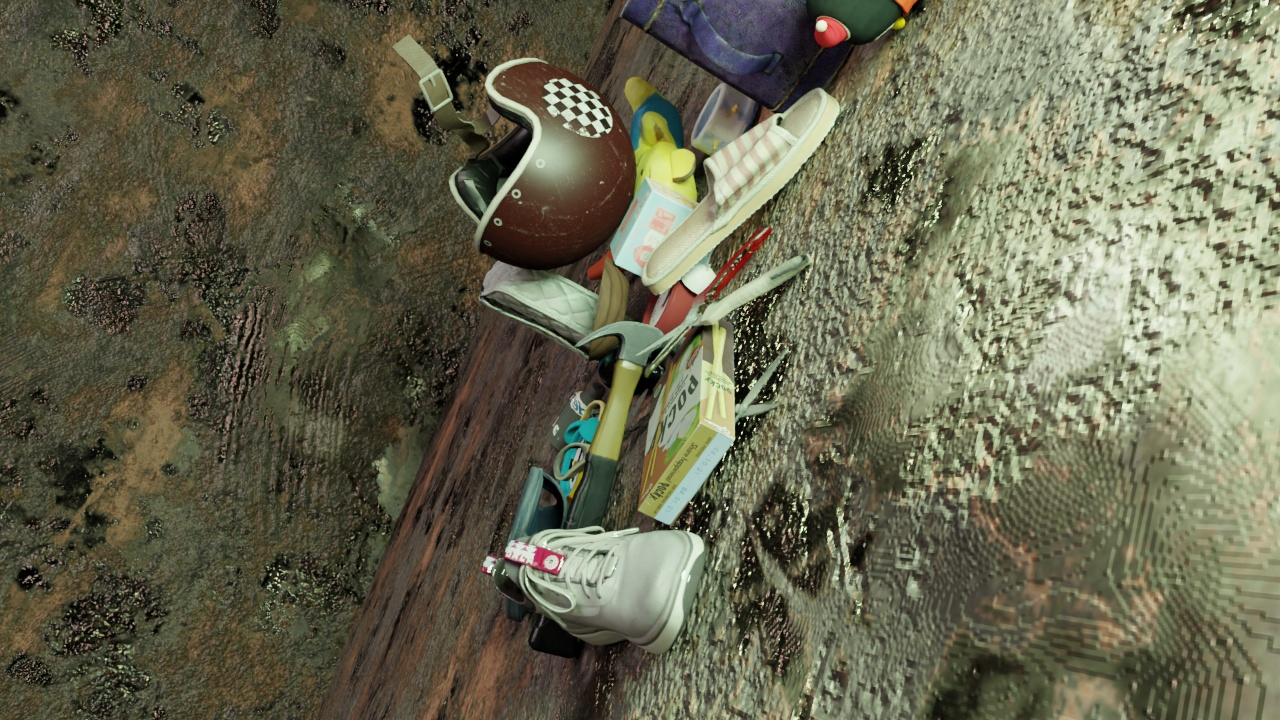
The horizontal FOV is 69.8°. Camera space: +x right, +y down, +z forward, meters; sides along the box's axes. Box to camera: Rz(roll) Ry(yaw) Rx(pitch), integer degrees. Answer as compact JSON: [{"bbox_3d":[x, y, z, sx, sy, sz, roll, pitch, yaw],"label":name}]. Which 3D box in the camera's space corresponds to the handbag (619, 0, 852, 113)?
[{"bbox_3d":[0.102,-0.355,0.922,0.126,0.205,0.221,-50,16,44],"label":"handbag"}]

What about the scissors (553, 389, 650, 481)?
[{"bbox_3d":[-0.043,0.098,1.007,0.154,0.012,0.163,10,88,43],"label":"scissors"}]

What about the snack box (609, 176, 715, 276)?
[{"bbox_3d":[0.029,-0.140,1.035,0.093,0.094,0.079,-62,15,18],"label":"snack box"}]

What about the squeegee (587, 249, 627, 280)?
[{"bbox_3d":[-0.007,-0.162,1.253,0.185,0.055,0.249,-34,41,35],"label":"squeegee"}]

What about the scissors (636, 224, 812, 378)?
[{"bbox_3d":[0.078,-0.059,0.817,0.199,0.015,0.180,-52,22,-24],"label":"scissors"}]

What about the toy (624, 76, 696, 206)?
[{"bbox_3d":[0.022,-0.235,1.142,0.149,0.084,0.213,101,163,-46],"label":"toy"}]

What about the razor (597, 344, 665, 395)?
[{"bbox_3d":[-0.006,0.006,1.016,0.141,0.053,0.063,172,114,-70],"label":"razor"}]

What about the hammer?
[{"bbox_3d":[-0.044,0.121,0.899,0.025,0.118,0.332,172,116,-75],"label":"hammer"}]

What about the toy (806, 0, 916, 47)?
[{"bbox_3d":[0.185,-0.313,0.766,0.119,0.099,0.097,-61,19,13],"label":"toy"}]

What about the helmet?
[{"bbox_3d":[-0.129,-0.232,1.058,0.233,0.253,0.234,-40,-5,-35],"label":"helmet"}]

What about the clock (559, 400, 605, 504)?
[{"bbox_3d":[-0.065,0.110,1.081,0.099,0.043,0.129,163,122,-69],"label":"clock"}]

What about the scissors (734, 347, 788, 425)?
[{"bbox_3d":[0.075,0.056,0.752,0.165,0.014,0.141,-64,12,7],"label":"scissors"}]

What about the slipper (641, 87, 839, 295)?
[{"bbox_3d":[0.083,-0.168,0.900,0.264,0.052,0.114,-44,21,27],"label":"slipper"}]

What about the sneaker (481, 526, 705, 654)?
[{"bbox_3d":[-0.041,0.175,0.748,0.264,0.128,0.096,-33,37,60],"label":"sneaker"}]

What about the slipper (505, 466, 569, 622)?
[{"bbox_3d":[-0.101,0.209,1.005,0.264,0.082,0.101,102,178,-49],"label":"slipper"}]

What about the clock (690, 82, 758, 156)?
[{"bbox_3d":[0.099,-0.288,1.108,0.089,0.052,0.125,-62,13,18],"label":"clock"}]

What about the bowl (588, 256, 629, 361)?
[{"bbox_3d":[-0.033,-0.055,1.031,0.119,0.032,0.119,-174,94,-87],"label":"bowl"}]

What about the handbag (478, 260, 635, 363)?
[{"bbox_3d":[-0.113,-0.062,1.204,0.072,0.195,0.139,-65,17,-10],"label":"handbag"}]

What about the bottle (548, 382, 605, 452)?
[{"bbox_3d":[-0.077,0.072,1.164,0.113,0.047,0.046,-56,18,33],"label":"bottle"}]

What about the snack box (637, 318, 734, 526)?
[{"bbox_3d":[0.042,0.044,0.800,0.101,0.031,0.185,-58,12,29],"label":"snack box"}]

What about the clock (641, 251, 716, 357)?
[{"bbox_3d":[0.042,-0.062,0.972,0.124,0.044,0.087,-65,16,9],"label":"clock"}]
